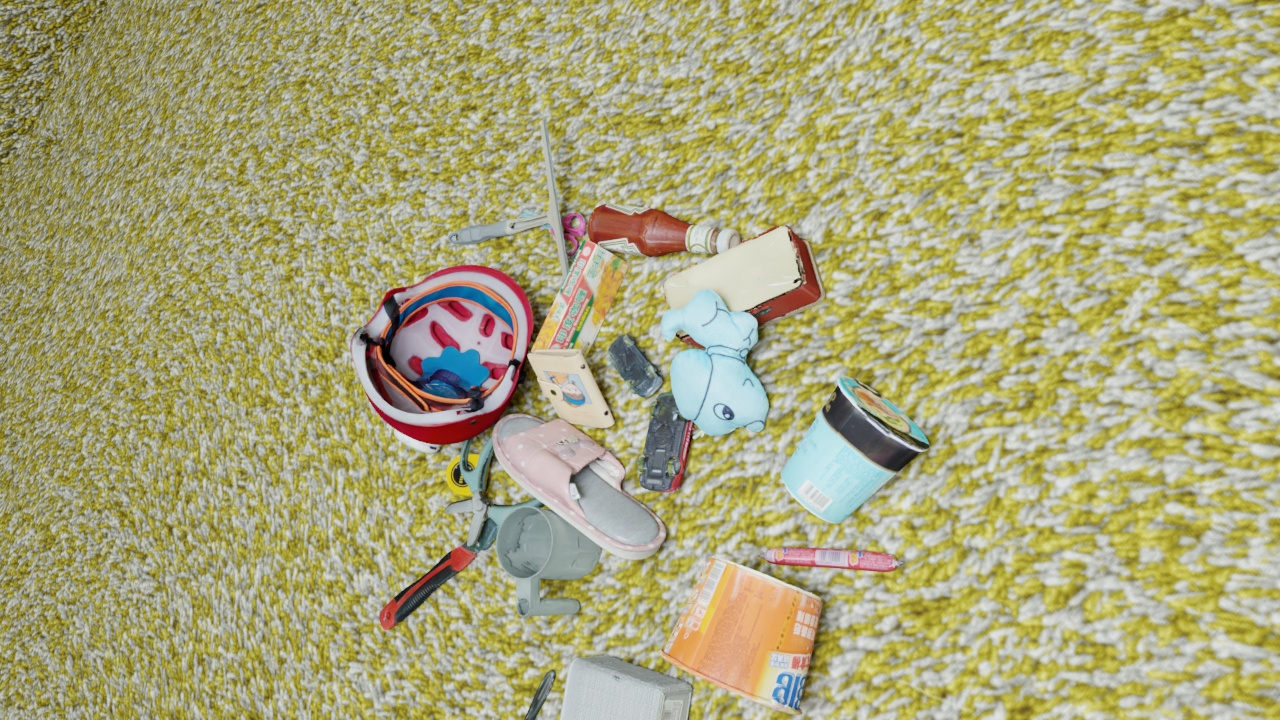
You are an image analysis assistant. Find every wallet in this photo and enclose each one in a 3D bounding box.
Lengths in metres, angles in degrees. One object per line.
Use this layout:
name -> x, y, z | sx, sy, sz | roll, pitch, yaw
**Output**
wallet -> -0.087, 0.033, 1.128 | 0.087, 0.115, 0.024 | 1, 42, 33

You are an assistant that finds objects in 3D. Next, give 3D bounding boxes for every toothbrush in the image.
toothbrush -> -0.146, 0.452, 1.103 | 0.016, 0.018, 0.181 | 28, 92, 39

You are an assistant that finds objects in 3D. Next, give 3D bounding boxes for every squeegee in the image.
squeegee -> -0.183, -0.187, 1.287 | 0.247, 0.039, 0.246 | -4, 97, 42

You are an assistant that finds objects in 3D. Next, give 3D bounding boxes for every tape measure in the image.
tape measure -> -0.230, 0.153, 1.229 | 0.057, 0.029, 0.060 | 5, 78, 15

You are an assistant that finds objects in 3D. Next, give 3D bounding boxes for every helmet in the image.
helmet -> -0.243, 0.004, 1.172 | 0.207, 0.144, 0.239 | 29, 57, 10

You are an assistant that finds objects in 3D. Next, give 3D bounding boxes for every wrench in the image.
wrench -> -0.256, 0.281, 1.223 | 0.274, 0.016, 0.056 | -36, 59, 20

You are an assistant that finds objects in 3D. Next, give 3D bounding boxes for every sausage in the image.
sausage -> 0.193, 0.204, 0.944 | 0.156, 0.020, 0.020 | -4, 75, 33

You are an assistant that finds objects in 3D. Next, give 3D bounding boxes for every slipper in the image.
slipper -> -0.076, 0.135, 1.090 | 0.274, 0.114, 0.055 | 37, 125, 33

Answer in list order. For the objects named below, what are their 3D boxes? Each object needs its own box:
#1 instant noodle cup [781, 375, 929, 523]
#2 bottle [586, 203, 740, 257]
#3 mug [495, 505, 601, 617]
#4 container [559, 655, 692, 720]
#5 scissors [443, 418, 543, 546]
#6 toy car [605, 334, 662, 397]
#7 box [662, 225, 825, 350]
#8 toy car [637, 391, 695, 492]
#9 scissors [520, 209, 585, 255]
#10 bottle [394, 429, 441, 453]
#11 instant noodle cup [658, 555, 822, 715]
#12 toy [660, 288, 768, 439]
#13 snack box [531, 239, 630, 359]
instant noodle cup -> 0.207, 0.095, 0.921 | 0.111, 0.111, 0.121 | 49, 114, 33
bottle -> 0.027, -0.155, 1.131 | 0.206, 0.059, 0.059 | 13, 84, 35
mug -> -0.106, 0.238, 1.081 | 0.084, 0.103, 0.123 | -10, 72, 31
container -> -0.013, 0.378, 0.992 | 0.114, 0.090, 0.090 | 4, 80, 31
scissors -> -0.173, 0.157, 1.182 | 0.170, 0.019, 0.173 | 2, 76, 20
toy car -> -0.007, 0.007, 1.122 | 0.043, 0.034, 0.090 | -50, 54, 15
box -> 0.111, -0.084, 1.041 | 0.169, 0.079, 0.091 | -23, 66, 26
toy car -> 0.033, 0.095, 1.065 | 0.053, 0.045, 0.120 | 3, 72, 32
scissors -> -0.125, -0.183, 1.267 | 0.135, 0.017, 0.063 | 24, 103, 40
bottle -> -0.269, 0.030, 1.272 | 0.068, 0.068, 0.197 | 27, 88, 36
instant noodle cup -> 0.107, 0.268, 0.912 | 0.151, 0.151, 0.111 | 14, 76, 35
toy -> 0.082, 0.013, 1.015 | 0.161, 0.049, 0.156 | 31, 112, 1
snack box -> -0.075, -0.068, 1.162 | 0.027, 0.077, 0.156 | 27, 93, 35
